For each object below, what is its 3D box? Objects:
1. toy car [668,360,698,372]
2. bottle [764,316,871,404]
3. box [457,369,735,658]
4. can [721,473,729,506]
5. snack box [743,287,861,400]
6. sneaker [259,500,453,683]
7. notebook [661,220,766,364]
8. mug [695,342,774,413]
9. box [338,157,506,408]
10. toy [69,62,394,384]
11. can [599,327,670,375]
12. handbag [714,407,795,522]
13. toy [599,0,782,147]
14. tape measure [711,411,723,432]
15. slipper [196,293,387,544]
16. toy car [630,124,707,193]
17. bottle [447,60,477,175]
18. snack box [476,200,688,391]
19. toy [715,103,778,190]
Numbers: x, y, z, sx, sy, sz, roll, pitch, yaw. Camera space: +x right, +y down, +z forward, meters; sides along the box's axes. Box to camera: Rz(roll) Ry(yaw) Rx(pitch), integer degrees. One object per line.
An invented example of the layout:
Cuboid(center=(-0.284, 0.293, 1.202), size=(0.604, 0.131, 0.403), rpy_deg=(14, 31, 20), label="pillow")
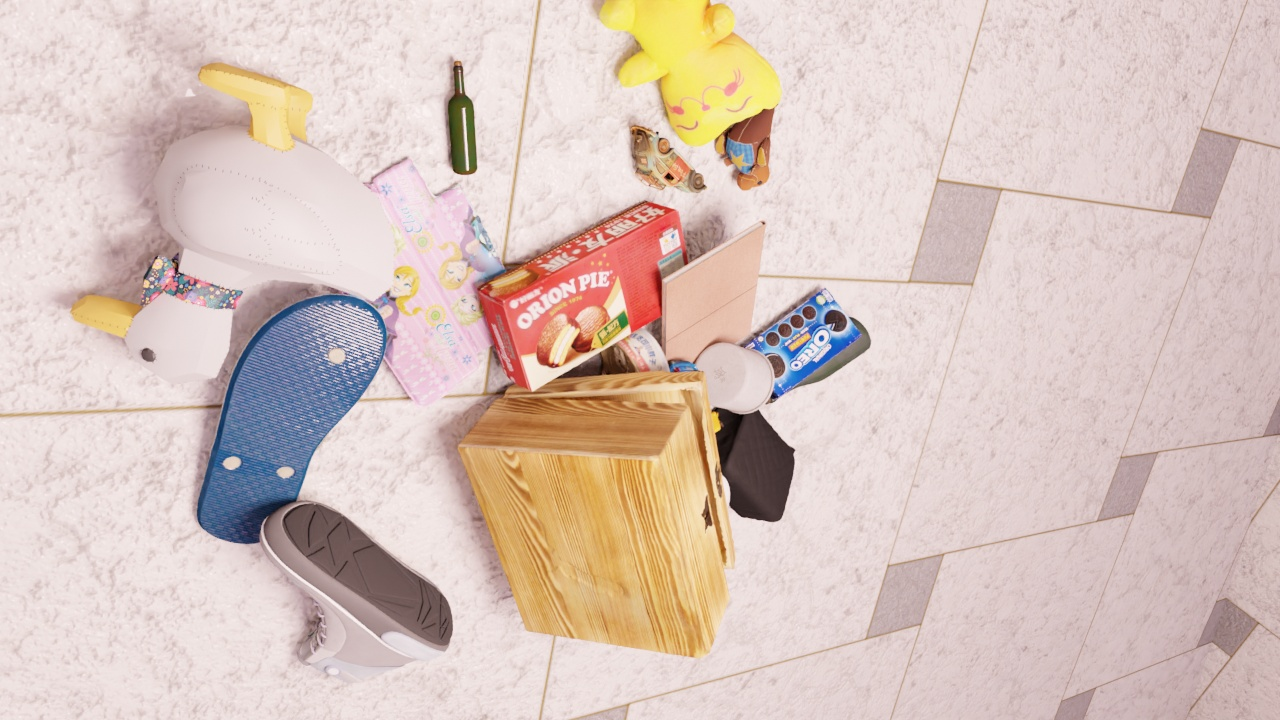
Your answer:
Cuboid(center=(0.029, 0.052, 1.120), size=(0.056, 0.043, 0.120), rpy_deg=(7, 129, -40), label="toy car")
Cuboid(center=(0.233, 0.007, 1.248), size=(0.174, 0.055, 0.055), rpy_deg=(-33, 126, -16), label="bottle")
Cuboid(center=(-0.040, 0.163, 1.023), size=(0.175, 0.248, 0.279), rpy_deg=(-60, 144, -50), label="box")
Cuboid(center=(0.045, 0.168, 1.152), size=(0.064, 0.128, 0.064), rpy_deg=(9, 78, -53), label="can")
Cuboid(center=(0.211, -0.021, 1.208), size=(0.150, 0.027, 0.082), rpy_deg=(-36, 85, -15), label="snack box")
Cuboid(center=(-0.326, 0.254, 0.951), size=(0.161, 0.093, 0.256), rpy_deg=(-30, 128, 15), label="sneaker")
Cuboid(center=(0.084, -0.061, 1.086), size=(0.141, 0.008, 0.209), rpy_deg=(-32, 151, -19), label="notebook")
Cuboid(center=(0.104, 0.029, 1.151), size=(0.113, 0.084, 0.070), rpy_deg=(-34, 155, 24), label="mug")
Cuboid(center=(-0.212, -0.080, 0.920), size=(0.159, 0.035, 0.230), rpy_deg=(-36, 128, -16), label="box")
Cuboid(center=(-0.328, -0.100, 0.758), size=(0.246, 0.141, 0.268), rpy_deg=(12, 101, -8), label="toy")
Cuboid(center=(-0.006, 0.006, 1.064), size=(0.043, 0.086, 0.086), rpy_deg=(-27, 123, -24), label="can")
Cuboid(center=(0.130, 0.130, 1.231), size=(0.153, 0.115, 0.124), rpy_deg=(45, 59, -36), label="handbag")
Cuboid(center=(0.049, -0.320, 0.954), size=(0.135, 0.087, 0.194), rpy_deg=(-23, 131, 28), label="toy")
Cuboid(center=(0.071, 0.085, 1.156), size=(0.068, 0.059, 0.030), rpy_deg=(-19, 93, -1), label="tape measure")
Cuboid(center=(-0.343, 0.051, 0.876), size=(0.118, 0.060, 0.295), rpy_deg=(18, 113, -33), label="slipper")
Cuboid(center=(0.023, -0.211, 1.010), size=(0.112, 0.047, 0.047), rpy_deg=(37, 88, -38), label="toy car")
Cuboid(center=(-0.172, -0.232, 0.881), size=(0.025, 0.025, 0.106), rpy_deg=(-14, 118, -29), label="bottle")
Cuboid(center=(-0.053, -0.074, 0.998), size=(0.235, 0.060, 0.113), rpy_deg=(-32, 127, -26), label="snack box")
Cuboid(center=(0.140, -0.254, 1.073), size=(0.102, 0.071, 0.090), rpy_deg=(-54, 148, -18), label="toy")
